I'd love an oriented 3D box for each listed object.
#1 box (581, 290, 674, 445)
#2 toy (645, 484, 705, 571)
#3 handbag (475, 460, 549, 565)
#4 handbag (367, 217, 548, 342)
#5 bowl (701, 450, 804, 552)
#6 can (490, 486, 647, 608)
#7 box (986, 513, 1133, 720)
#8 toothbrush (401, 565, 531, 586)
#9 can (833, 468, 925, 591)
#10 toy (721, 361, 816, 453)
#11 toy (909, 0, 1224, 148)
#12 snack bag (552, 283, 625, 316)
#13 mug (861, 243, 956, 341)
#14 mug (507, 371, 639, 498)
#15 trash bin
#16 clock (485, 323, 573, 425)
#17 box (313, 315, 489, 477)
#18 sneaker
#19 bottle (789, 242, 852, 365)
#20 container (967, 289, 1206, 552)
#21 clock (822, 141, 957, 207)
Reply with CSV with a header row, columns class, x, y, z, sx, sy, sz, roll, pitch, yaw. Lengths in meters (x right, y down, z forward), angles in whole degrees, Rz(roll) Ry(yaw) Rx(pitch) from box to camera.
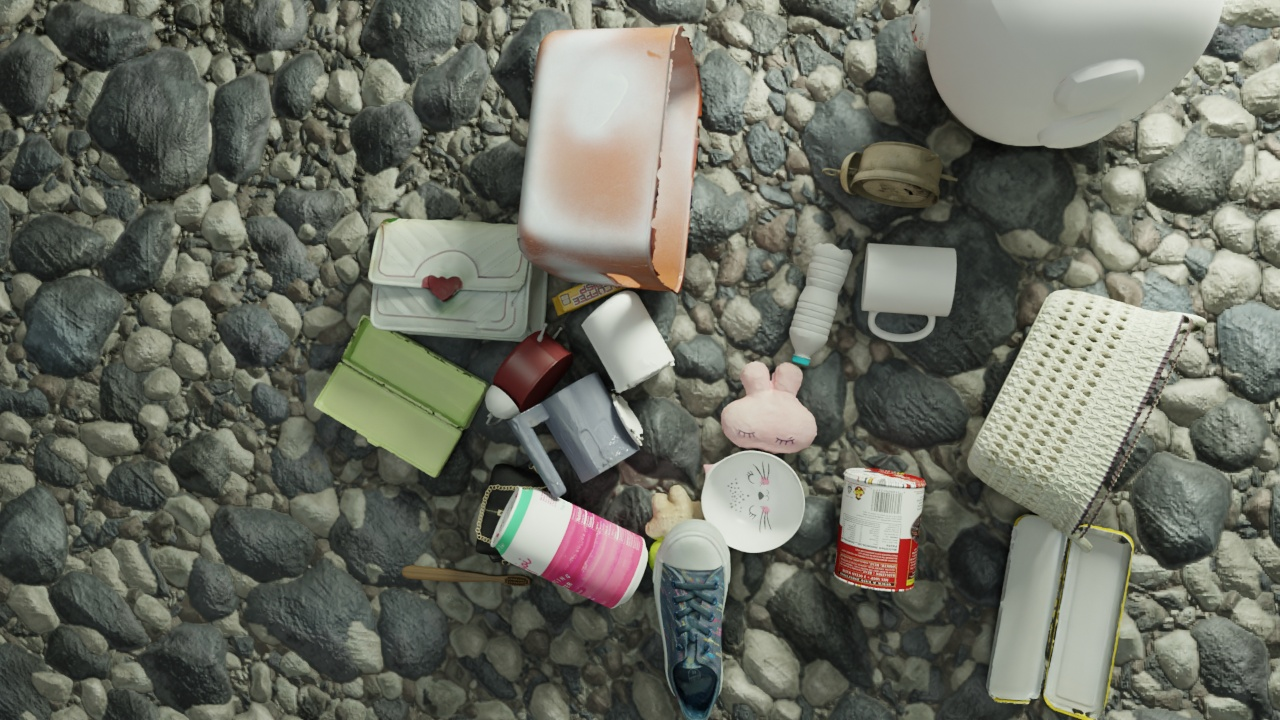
class,x,y,z,sx,sy,sz,roll,pitch,yaw
box,-0.007,0.008,1.059,0.094,0.084,0.165,-32,86,0
toy,0.047,0.205,1.066,0.092,0.043,0.117,-21,85,12
handbag,-0.151,0.183,1.106,0.079,0.054,0.128,12,90,0
handbag,-0.213,-0.097,1.085,0.199,0.096,0.142,3,91,13
bowl,0.129,0.157,1.045,0.115,0.050,0.114,0,91,11
can,-0.080,0.212,1.046,0.166,0.088,0.088,27,96,-10
box,0.450,0.276,0.991,0.128,0.045,0.210,9,94,12
toothbrush,-0.217,0.267,1.133,0.167,0.016,0.016,2,90,12
can,0.261,0.182,1.001,0.087,0.086,0.116,6,93,11
toy,0.146,0.053,1.040,0.108,0.053,0.105,3,86,11
toy,0.396,-0.350,0.882,0.266,0.263,0.280,-12,71,9
snack bag,-0.058,-0.082,1.093,0.099,0.020,0.026,-21,89,11
mug,0.290,-0.071,1.005,0.090,0.073,0.111,5,118,11
mug,-0.076,0.086,1.055,0.123,0.084,0.104,-29,87,-30
trash bin,-0.030,-0.211,0.997,0.157,0.181,0.259,4,87,13
clock,-0.133,0.021,1.071,0.048,0.096,0.137,41,95,8
box,-0.296,0.044,1.136,0.187,0.030,0.138,27,90,9
sneaker,0.055,0.294,1.019,0.087,0.079,0.236,1,107,7
bottle,0.199,-0.062,1.030,0.044,0.044,0.136,17,94,10
container,0.437,0.048,0.924,0.143,0.184,0.251,27,95,21
clock,0.265,-0.206,1.001,0.141,0.092,0.054,12,86,36
